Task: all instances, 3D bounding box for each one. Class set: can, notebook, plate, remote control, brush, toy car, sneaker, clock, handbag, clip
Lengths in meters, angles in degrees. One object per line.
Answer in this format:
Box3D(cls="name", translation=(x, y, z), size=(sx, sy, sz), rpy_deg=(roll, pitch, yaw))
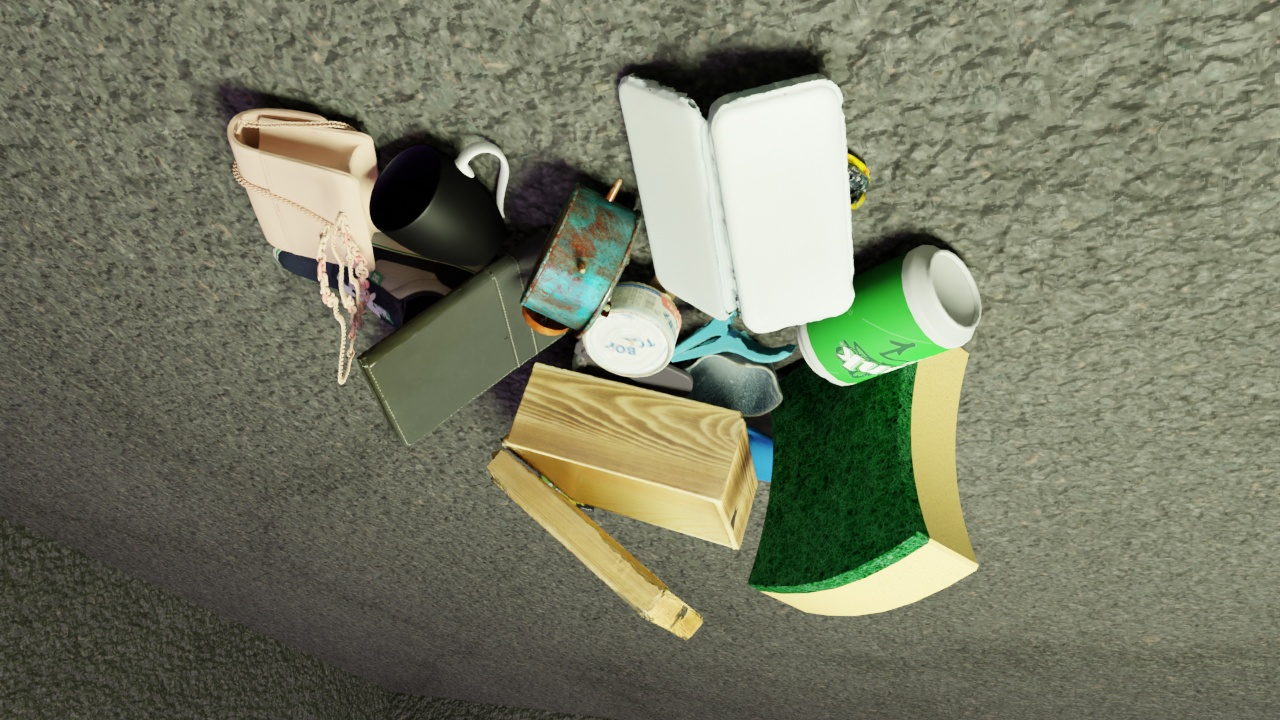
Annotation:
Box3D(cls="can", translation=(-0.008, -0.028, 0.841), size=(0.086, 0.043, 0.086), rpy_deg=(8, 136, 8))
Box3D(cls="notebook", translation=(-0.160, -0.017, 0.873), size=(0.029, 0.208, 0.170), rpy_deg=(46, 159, 23))
Box3D(cls="plate", translation=(0.099, 0.092, 1.069), size=(0.224, 0.024, 0.224), rpy_deg=(19, 163, 6))
Box3D(cls="can", translation=(0.209, -0.036, 0.783), size=(0.087, 0.087, 0.140), rpy_deg=(31, 145, -27))
Box3D(cls="remote control", translation=(-0.005, 0.005, 0.908), size=(0.124, 0.009, 0.047), rpy_deg=(26, 141, -8))
Box3D(cls="brush", translation=(0.202, 0.100, 0.850), size=(0.075, 0.249, 0.196), rpy_deg=(29, 142, -25))
Box3D(cls="toy car", translation=(0.131, -0.126, 0.721), size=(0.049, 0.030, 0.107), rpy_deg=(29, 143, -26))
Box3D(cls="sneaker", translation=(-0.260, -0.076, 0.912), size=(0.235, 0.078, 0.084), rpy_deg=(11, 150, 5))
Box3D(cls="clock", translation=(-0.053, -0.077, 0.792), size=(0.073, 0.121, 0.158), rpy_deg=(26, 154, -12))
Box3D(cls="handbag", translation=(-0.296, -0.104, 0.774), size=(0.116, 0.186, 0.199), rpy_deg=(10, 154, -6))
Box3D(cls="remote control", translation=(0.132, 0.062, 1.048), size=(0.050, 0.011, 0.136), rpy_deg=(-8, 143, 31))
Box3D(cls="clip", translation=(0.085, -0.039, 0.845), size=(0.121, 0.033, 0.119), rpy_deg=(12, 118, 20))

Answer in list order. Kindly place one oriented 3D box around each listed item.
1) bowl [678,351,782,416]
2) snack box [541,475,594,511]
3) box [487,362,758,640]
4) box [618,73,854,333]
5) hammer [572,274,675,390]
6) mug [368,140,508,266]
Box3D(cls="bowl", translation=(0.093, 0.010, 0.935), size=(0.110, 0.055, 0.110), rpy_deg=(11, 148, 7))
Box3D(cls="snack box", translation=(-0.098, 0.168, 1.298), size=(0.080, 0.025, 0.148), rpy_deg=(13, 149, 1))
Box3D(cls="box", translation=(-0.027, 0.162, 1.012), size=(0.259, 0.220, 0.279), rpy_deg=(15, 164, 16))
Box3D(cls="box", translation=(0.070, -0.114, 0.692), size=(0.186, 0.084, 0.211), rpy_deg=(6, 136, 19))
Box3D(cls="hammer", translation=(0.018, -0.062, 0.864), size=(0.098, 0.052, 0.329), rpy_deg=(19, 146, -9))
Box3D(cls="mug", translation=(-0.155, -0.135, 0.787), size=(0.119, 0.084, 0.100), rpy_deg=(-36, 145, 16))
